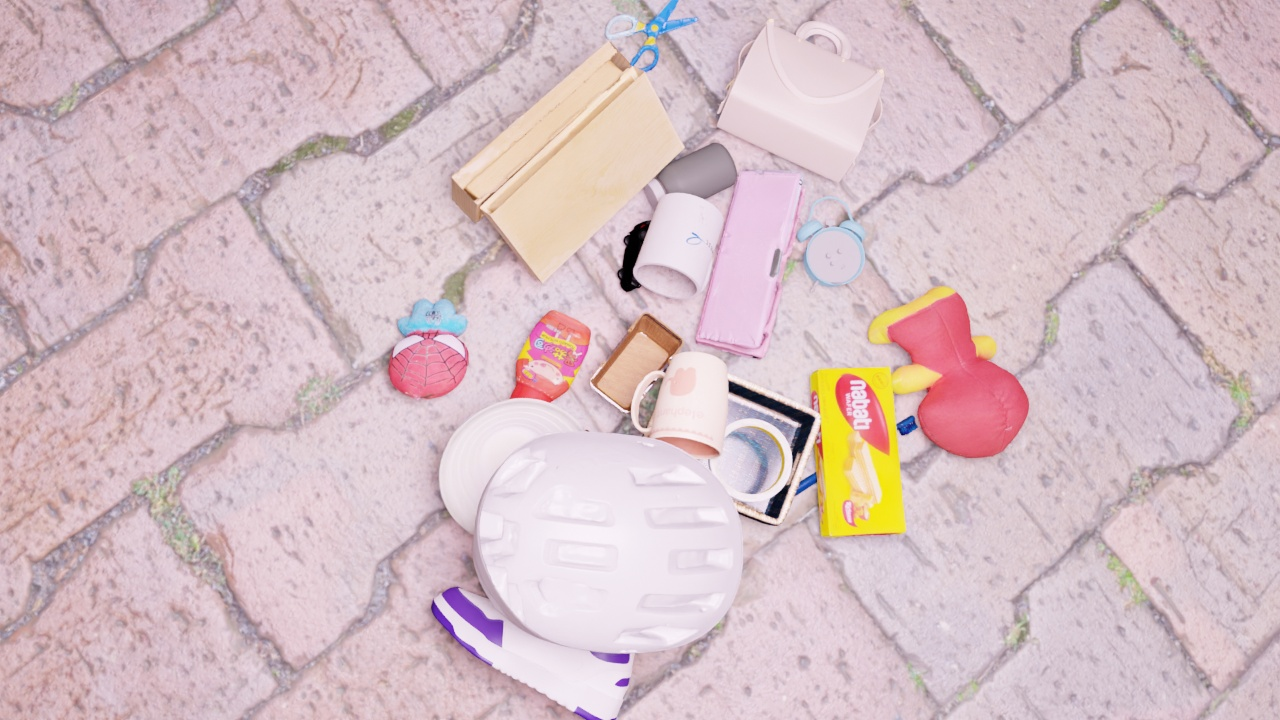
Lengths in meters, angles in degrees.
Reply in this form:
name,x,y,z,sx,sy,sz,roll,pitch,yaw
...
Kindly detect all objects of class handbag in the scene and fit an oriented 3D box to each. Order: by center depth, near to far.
name,x,y,z,sx,sy,sz,roll,pitch,yaw
handbag,0.217,-0.354,1.171,0.194,0.101,0.197,25,68,0

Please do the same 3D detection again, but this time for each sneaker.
name,x,y,z,sx,sy,sz,roll,pitch,yaw
sneaker,-0.111,0.303,1.033,0.244,0.092,0.111,31,78,-2

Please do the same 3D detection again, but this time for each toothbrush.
name,x,y,z,sx,sy,sz,roll,pitch,yaw
toothbrush,0.260,0.120,1.126,0.190,0.016,0.017,-29,91,-8

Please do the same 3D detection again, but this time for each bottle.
name,x,y,z,sx,sy,sz,roll,pitch,yaw
bottle,-0.113,0.010,1.099,0.071,0.048,0.134,26,80,-1
bottle,0.062,-0.225,1.146,0.108,0.060,0.060,-27,84,-8

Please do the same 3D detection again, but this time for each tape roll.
name,x,y,z,sx,sy,sz,roll,pitch,yaw
tape roll,0.124,0.113,1.040,0.094,0.019,0.094,1,80,-4

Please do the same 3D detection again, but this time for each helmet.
name,x,y,z,sx,sy,sz,roll,pitch,yaw
helmet,-0.032,0.190,0.965,0.282,0.184,0.224,0,74,-2

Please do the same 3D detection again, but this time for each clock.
name,x,y,z,sx,sy,sz,roll,pitch,yaw
clock,0.242,-0.148,1.156,0.087,0.042,0.123,0,82,-4

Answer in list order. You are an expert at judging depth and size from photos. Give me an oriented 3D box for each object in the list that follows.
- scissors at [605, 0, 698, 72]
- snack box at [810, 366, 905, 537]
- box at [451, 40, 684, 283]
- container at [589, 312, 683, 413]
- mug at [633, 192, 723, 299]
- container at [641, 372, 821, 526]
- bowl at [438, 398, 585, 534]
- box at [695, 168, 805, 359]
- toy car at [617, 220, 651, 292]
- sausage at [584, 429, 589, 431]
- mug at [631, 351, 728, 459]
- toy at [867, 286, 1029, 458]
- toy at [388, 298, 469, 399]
name,x,y,z,sx,sy,sz,roll,pitch,yaw
scissors,0.011,-0.439,1.203,0.109,0.018,0.131,35,81,-1
snack box,0.258,0.108,1.097,0.092,0.042,0.200,-1,78,-4
box,-0.093,-0.244,1.093,0.179,0.142,0.248,43,82,13
container,-0.007,0.006,1.101,0.063,0.061,0.114,38,80,2
mug,0.054,-0.127,1.106,0.083,0.119,0.096,5,66,33
container,0.100,0.097,1.089,0.187,0.071,0.145,23,80,0
bowl,-0.144,0.120,1.058,0.176,0.058,0.177,-4,107,-14
box,0.138,-0.124,1.125,0.099,0.080,0.232,17,80,-2
toy car,0.000,-0.127,1.135,0.036,0.042,0.091,15,79,-27
sausage,-0.048,0.154,1.085,0.040,0.040,0.155,-26,84,-8
mug,0.044,0.048,1.021,0.112,0.085,0.104,2,68,25
toy,0.381,0.018,1.115,0.147,0.099,0.216,-28,79,-1
toy,-0.249,-0.015,1.089,0.092,0.062,0.132,4,68,-11
